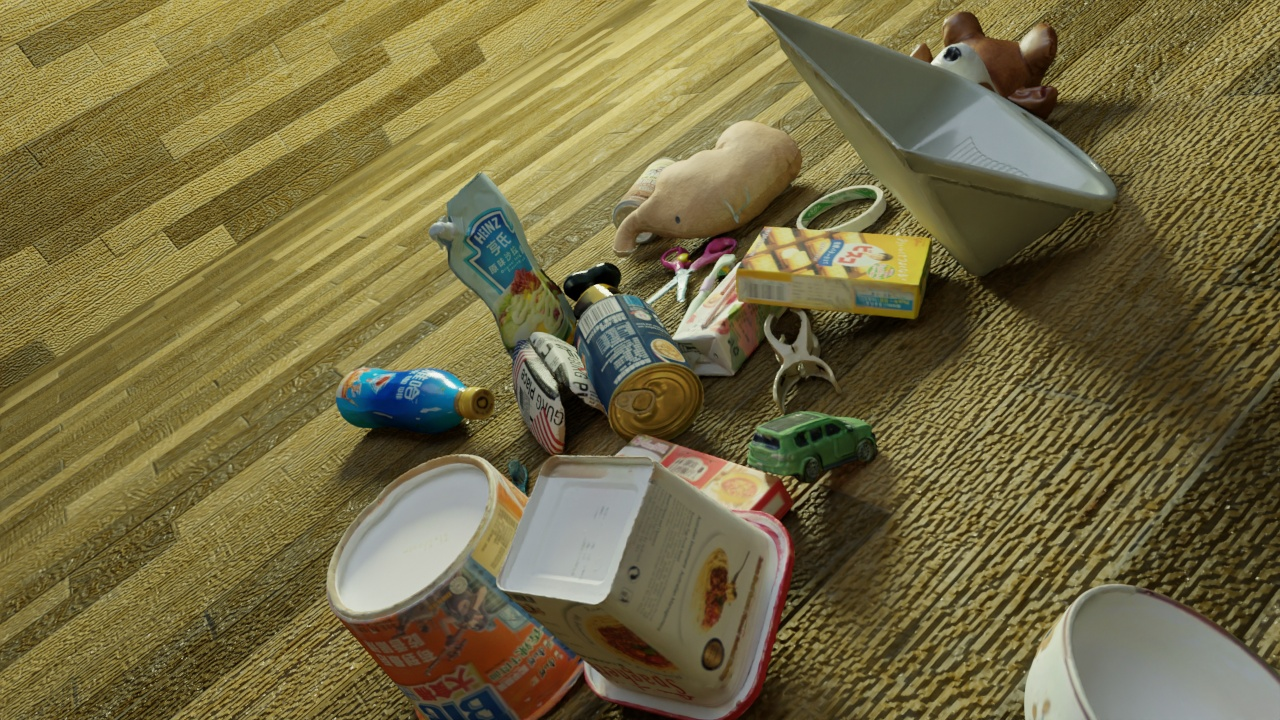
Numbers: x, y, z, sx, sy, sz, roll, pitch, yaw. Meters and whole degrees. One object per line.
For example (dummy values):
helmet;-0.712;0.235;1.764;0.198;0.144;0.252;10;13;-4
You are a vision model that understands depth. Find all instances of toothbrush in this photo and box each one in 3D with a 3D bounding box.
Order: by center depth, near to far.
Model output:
toothbrush;-0.085;0.124;0.683;0.016;0.018;0.191;-28;26;0
toothbrush;0.050;-0.039;0.840;0.029;0.020;0.189;-46;9;45

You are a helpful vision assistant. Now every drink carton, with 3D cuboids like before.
drink carton;0.082;-0.040;0.780;0.054;0.045;0.122;-1;37;45

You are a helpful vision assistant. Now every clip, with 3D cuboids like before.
clip;0.119;-0.003;0.693;0.072;0.035;0.100;-20;32;15

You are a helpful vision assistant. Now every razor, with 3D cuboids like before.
razor;-0.022;-0.049;0.890;0.067;0.062;0.167;-59;32;7

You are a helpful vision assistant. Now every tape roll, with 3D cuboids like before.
tape roll;0.193;-0.141;0.884;0.086;0.014;0.085;-22;27;12

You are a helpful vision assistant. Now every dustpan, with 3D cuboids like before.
dustpan;0.238;-0.183;0.683;0.143;0.257;0.222;-39;48;13

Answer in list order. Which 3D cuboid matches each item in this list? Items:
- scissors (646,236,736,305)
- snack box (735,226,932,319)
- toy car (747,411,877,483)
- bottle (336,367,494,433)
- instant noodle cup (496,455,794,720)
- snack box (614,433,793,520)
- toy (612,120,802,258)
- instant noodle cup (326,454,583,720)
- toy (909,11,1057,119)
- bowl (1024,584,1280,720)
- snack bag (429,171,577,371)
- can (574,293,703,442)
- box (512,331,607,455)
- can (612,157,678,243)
scissors;0.053;-0.091;0.930;0.113;0.017;0.134;-16;28;14
snack box;0.153;-0.071;0.725;0.140;0.034;0.086;9;34;20
toy car;0.109;0.051;0.578;0.091;0.036;0.043;-8;11;-37
bottle;-0.223;0.041;0.914;0.219;0.065;0.065;1;39;43
instant noodle cup;0.001;0.112;0.476;0.117;0.124;0.116;-5;54;40
snack box;0.024;0.095;0.621;0.075;0.025;0.153;-42;29;-23
toy;0.070;-0.180;0.994;0.225;0.082;0.143;-34;32;-9
instant noodle cup;-0.109;0.137;0.561;0.151;0.111;0.151;-23;33;16
toy;0.304;-0.247;0.859;0.140;0.130;0.199;26;65;36
bowl;0.182;0.143;0.320;0.113;0.113;0.062;-75;9;-55
snack bag;-0.129;-0.080;0.892;0.039;0.191;0.110;-4;35;42
can;-0.004;0.004;0.727;0.075;0.075;0.111;-29;39;0
box;-0.081;0.029;0.813;0.088;0.076;0.163;-51;29;6
can;0.015;-0.192;1.097;0.059;0.058;0.116;-9;32;34
